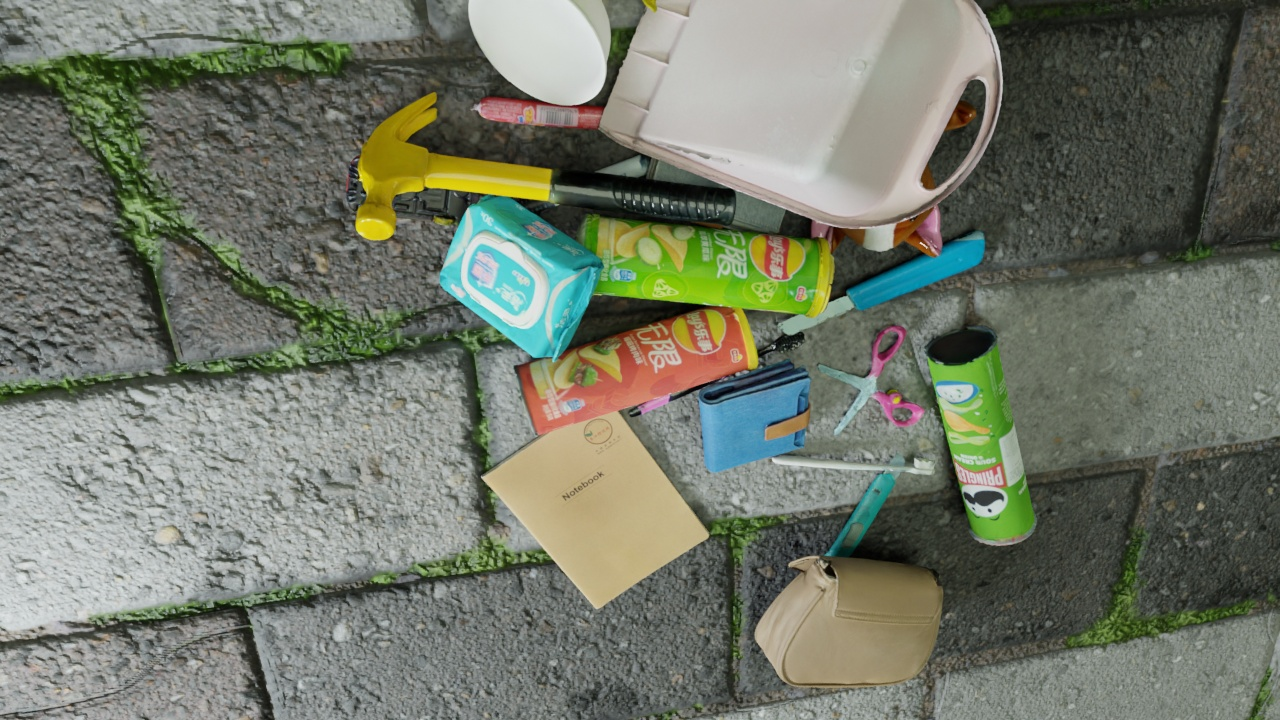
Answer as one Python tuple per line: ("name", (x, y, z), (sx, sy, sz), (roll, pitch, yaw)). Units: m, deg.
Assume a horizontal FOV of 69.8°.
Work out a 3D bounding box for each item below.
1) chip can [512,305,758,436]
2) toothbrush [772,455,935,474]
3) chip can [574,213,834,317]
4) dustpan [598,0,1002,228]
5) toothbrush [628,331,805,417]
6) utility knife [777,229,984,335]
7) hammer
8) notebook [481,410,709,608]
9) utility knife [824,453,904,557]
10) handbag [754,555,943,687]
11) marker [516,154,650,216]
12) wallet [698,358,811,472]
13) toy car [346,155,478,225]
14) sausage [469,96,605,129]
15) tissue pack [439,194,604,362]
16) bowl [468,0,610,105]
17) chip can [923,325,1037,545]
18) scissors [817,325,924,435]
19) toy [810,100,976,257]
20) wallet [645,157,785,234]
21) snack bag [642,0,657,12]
("chip can", (-0.005, 0.005, 0.844), (0.216, 0.073, 0.073), (-16, 115, -4))
("toothbrush", (0.225, 0.106, 0.961), (0.180, 0.016, 0.016), (4, 99, -10))
("chip can", (0.052, -0.083, 0.800), (0.221, 0.072, 0.073), (5, 112, -4))
("dustpan", (0.132, -0.226, 0.730), (0.138, 0.273, 0.223), (5, 115, -54))
("toothbrush", (0.075, 0.016, 0.895), (0.189, 0.017, 0.014), (-25, 114, 1))
("utility knife", (0.234, -0.071, 0.890), (0.218, 0.018, 0.034), (-23, 117, -3))
("hammer", (-0.070, -0.141, 0.736), (0.300, 0.128, 0.033), (6, 154, -11))
("notebook", (-0.041, 0.149, 0.932), (0.148, 0.008, 0.208), (-34, 116, 3))
("utility knife", (0.239, 0.175, 1.000), (0.029, 0.013, 0.176), (22, 106, -19))
("handbag", (0.226, 0.277, 0.991), (0.204, 0.100, 0.148), (12, 111, -28))
("marker", (-0.052, -0.149, 0.797), (0.130, 0.018, 0.023), (-20, 124, -3))
("wallet", (0.110, 0.058, 0.881), (0.106, 0.040, 0.133), (-16, 146, -4))
("toy car", (-0.188, -0.141, 0.763), (0.106, 0.031, 0.049), (5, 112, -16))
("sausage", (-0.064, -0.206, 0.769), (0.155, 0.020, 0.020), (1, 112, -13))
("tissue pack", (-0.098, -0.069, 0.764), (0.133, 0.050, 0.093), (34, 119, 17))
("bowl", (-0.066, -0.265, 0.710), (0.118, 0.119, 0.064), (42, 61, -24))
("chip can", (0.356, 0.080, 0.953), (0.072, 0.072, 0.236), (-23, 115, -2))
("scissors", (0.239, 0.025, 0.936), (0.133, 0.017, 0.134), (22, 110, -16))
("toy", (0.209, -0.178, 0.787), (0.140, 0.130, 0.200), (7, 124, 11))
("wallet", (0.073, -0.169, 0.805), (0.129, 0.037, 0.106), (15, 100, -20))
("snack bag", (-0.005, -0.401, 0.657), (0.158, 0.068, 0.247), (21, 100, -20))
